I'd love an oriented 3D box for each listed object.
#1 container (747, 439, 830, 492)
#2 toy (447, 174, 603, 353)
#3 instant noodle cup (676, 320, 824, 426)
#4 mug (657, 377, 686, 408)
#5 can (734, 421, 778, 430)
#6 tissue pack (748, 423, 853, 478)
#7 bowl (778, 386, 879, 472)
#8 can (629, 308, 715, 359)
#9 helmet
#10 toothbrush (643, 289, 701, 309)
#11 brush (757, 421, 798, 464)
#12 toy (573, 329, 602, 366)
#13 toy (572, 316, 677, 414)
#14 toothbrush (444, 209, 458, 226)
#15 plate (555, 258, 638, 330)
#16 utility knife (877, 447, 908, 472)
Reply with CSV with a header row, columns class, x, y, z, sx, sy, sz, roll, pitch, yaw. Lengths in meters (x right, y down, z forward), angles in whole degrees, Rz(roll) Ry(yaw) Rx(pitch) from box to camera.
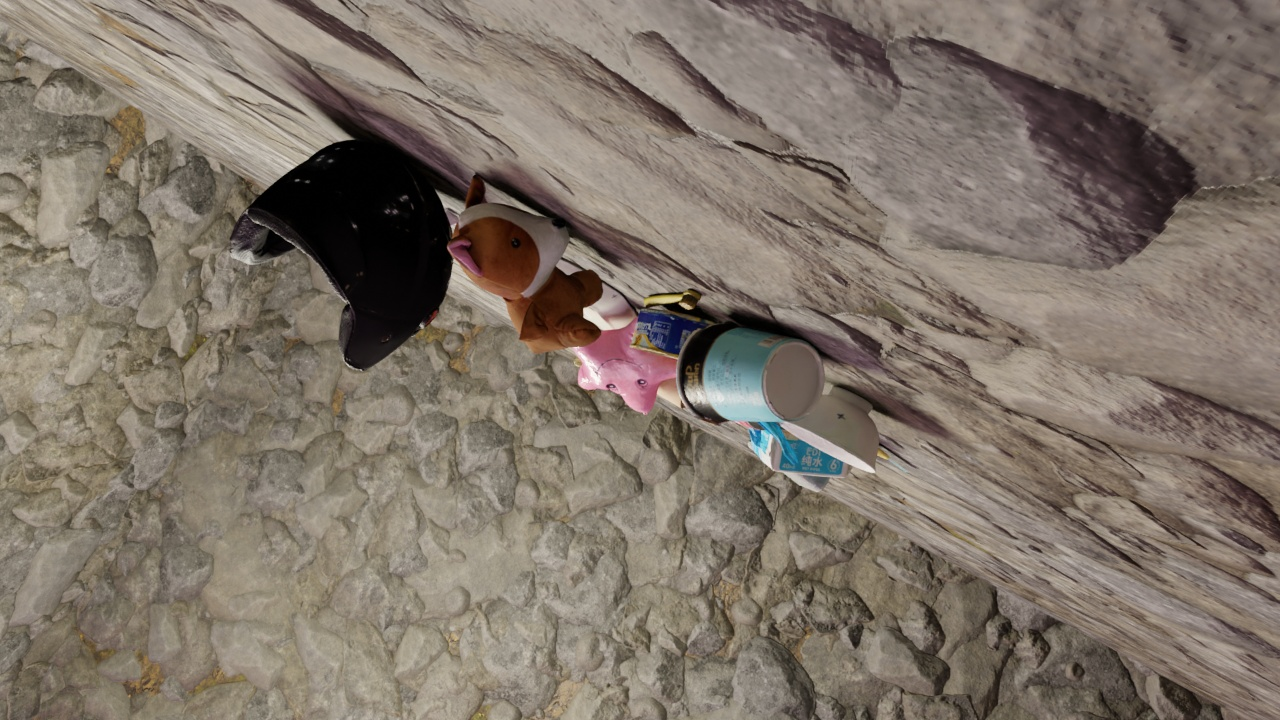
class,x,y,z,sx,sy,sz,roll,pitch,yaw
container,0.240,0.132,1.423,0.114,0.090,0.090,34,174,-13
toy,-0.116,-0.095,0.953,0.199,0.131,0.140,44,-153,-30
instant noodle cup,0.114,0.017,0.903,0.111,0.111,0.121,32,167,-30
mug,0.037,-0.002,1.310,0.103,0.084,0.125,29,151,18
can,0.152,0.058,1.265,0.066,0.066,0.094,30,175,-19
tissue pack,0.227,0.117,1.276,0.140,0.063,0.090,7,-169,-11
bowl,0.218,0.067,1.007,0.118,0.064,0.118,28,174,3
can,0.037,-0.028,1.052,0.074,0.049,0.148,14,180,-18
helmet,-0.339,-0.136,1.120,0.233,0.230,0.275,43,177,10
toothbrush,0.030,-0.064,1.001,0.015,0.016,0.190,31,175,-13
brush,0.115,0.043,1.084,0.083,0.046,0.254,46,-178,-39
toy,-0.068,-0.036,1.438,0.157,0.105,0.066,46,153,-1
toy,-0.007,0.007,1.253,0.195,0.074,0.179,-4,131,23
toothbrush,-0.206,-0.161,1.326,0.189,0.029,0.021,31,137,-32
plate,-0.083,-0.089,1.282,0.162,0.034,0.266,28,175,13
utility knife,0.304,0.112,1.244,0.207,0.021,0.031,39,175,-31
